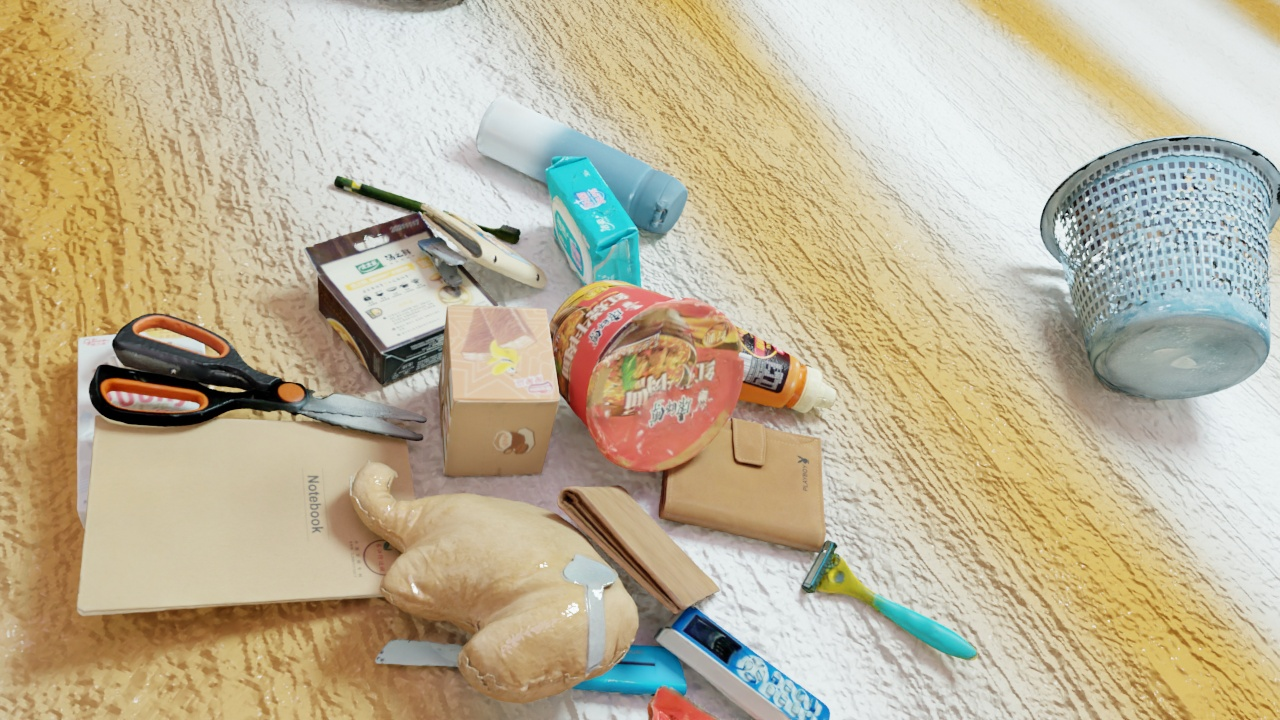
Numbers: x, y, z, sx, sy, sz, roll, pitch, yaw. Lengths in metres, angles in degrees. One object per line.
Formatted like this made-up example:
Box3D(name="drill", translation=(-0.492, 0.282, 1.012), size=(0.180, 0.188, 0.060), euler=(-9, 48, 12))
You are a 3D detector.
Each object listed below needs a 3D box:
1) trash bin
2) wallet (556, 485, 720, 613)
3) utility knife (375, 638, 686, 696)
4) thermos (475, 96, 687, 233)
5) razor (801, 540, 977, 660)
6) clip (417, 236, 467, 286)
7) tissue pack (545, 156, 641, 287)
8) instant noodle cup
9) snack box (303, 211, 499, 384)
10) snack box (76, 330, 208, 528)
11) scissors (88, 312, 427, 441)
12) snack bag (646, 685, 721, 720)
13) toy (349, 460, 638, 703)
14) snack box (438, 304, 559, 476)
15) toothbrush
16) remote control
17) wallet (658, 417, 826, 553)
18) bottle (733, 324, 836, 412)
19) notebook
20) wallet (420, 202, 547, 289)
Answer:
Box3D(name="trash bin", translation=(0.528, -0.077, 0.925), size=(0.226, 0.227, 0.194), euler=(15, 59, -3))
Box3D(name="wallet", translation=(0.002, 0.130, 0.648), size=(0.115, 0.020, 0.101), euler=(42, 8, 19))
Box3D(name="utility knife", translation=(-0.070, 0.199, 0.604), size=(0.203, 0.018, 0.034), euler=(7, 48, -9))
Box3D(name="thermos", translation=(-0.059, -0.197, 0.941), size=(0.220, 0.070, 0.070), euler=(26, 46, 7))
Box3D(name="razor", translation=(0.188, 0.186, 0.686), size=(0.132, 0.028, 0.043), euler=(28, 76, 12))
Box3D(name="clip", translation=(-0.166, -0.088, 0.770), size=(0.024, 0.026, 0.056), euler=(-15, 49, -36))
Box3D(name="tissue pack", translation=(-0.046, -0.120, 0.851), size=(0.050, 0.093, 0.133), euler=(-22, 56, -14))
Box3D(name="instant noodle cup", translation=(-0.004, 0.004, 0.717), size=(0.137, 0.138, 0.108), euler=(-14, 27, -28))
Box3D(name="snack box", translation=(-0.201, -0.055, 0.772), size=(0.113, 0.053, 0.125), euler=(-26, 59, -35))
Box3D(name="snack box", translation=(-0.352, 0.043, 0.655), size=(0.084, 0.027, 0.156), euler=(-8, 52, -23))
Box3D(name="scissors", translation=(-0.272, 0.036, 0.660), size=(0.234, 0.022, 0.160), euler=(30, 37, 1))
Box3D(name="snack bag", translation=(0.035, 0.299, 0.517), size=(0.128, 0.073, 0.207), euler=(26, 41, 2))
Box3D(name="toy", translation=(-0.101, 0.134, 0.607), size=(0.226, 0.082, 0.143), euler=(30, 19, 36))
Box3D(name="snack box", translation=(-0.111, 0.023, 0.700), size=(0.077, 0.093, 0.094), euler=(1, 48, -17))
Box3D(name="toothbrush", translation=(-0.205, -0.147, 0.885), size=(0.186, 0.012, 0.017), euler=(17, 40, -1))
Box3D(name="remote control", translation=(0.069, 0.213, 0.619), size=(0.125, 0.024, 0.049), euler=(35, 15, 14))
Box3D(name="wallet", translation=(0.083, 0.094, 0.739), size=(0.132, 0.031, 0.107), euler=(14, 48, -6))
Box3D(name="bottle", translation=(0.103, 0.010, 0.804), size=(0.149, 0.067, 0.066), euler=(20, 46, -9))
Box3D(name="notebook", translation=(-0.254, 0.098, 0.620), size=(0.207, 0.008, 0.147), euler=(4, 47, -29))
Box3D(name="wallet", translation=(-0.140, -0.101, 0.812), size=(0.087, 0.024, 0.115), euler=(41, 10, 22))
